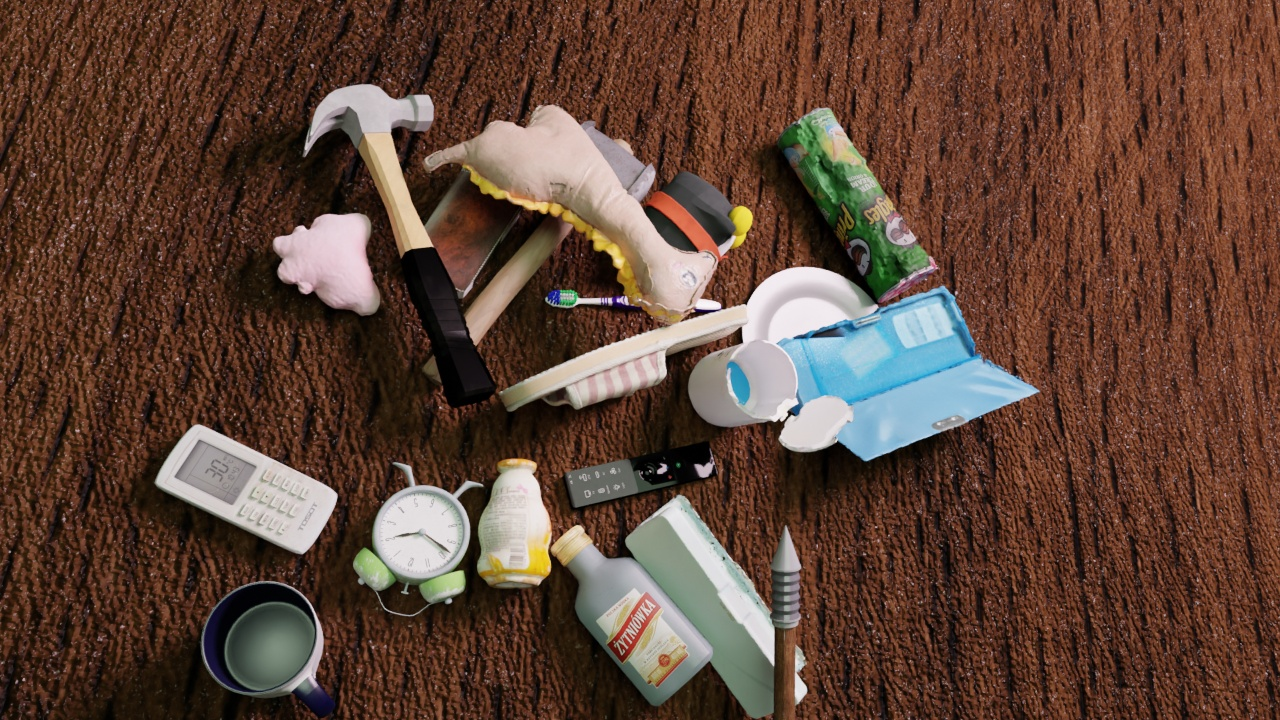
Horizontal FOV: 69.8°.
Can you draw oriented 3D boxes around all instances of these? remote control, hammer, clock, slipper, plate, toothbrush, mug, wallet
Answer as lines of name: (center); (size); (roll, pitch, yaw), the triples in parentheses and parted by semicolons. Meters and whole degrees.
remote control: (0.002, 0.108, 0.873); (0.149, 0.013, 0.034); (-10, 73, -20)
hammer: (0.116, 0.293, 0.742); (0.156, 0.043, 0.322); (-3, 98, -18)
hammer: (-0.106, -0.106, 0.910); (0.098, 0.052, 0.327); (37, 67, 0)
clock: (-0.188, 0.156, 0.781); (0.094, 0.043, 0.119); (17, 65, -9)
slipper: (-0.005, 0.005, 0.862); (0.262, 0.115, 0.052); (-20, 90, -28)
hammer: (-0.210, -0.111, 0.846); (0.130, 0.039, 0.328); (-13, 72, -36)
plate: (0.190, -0.017, 0.978); (0.178, 0.012, 0.178); (6, 68, -15)
toothbrush: (-0.004, -0.059, 0.935); (0.186, 0.016, 0.015); (1, 69, -16)
mug: (-0.273, 0.227, 0.698); (0.112, 0.097, 0.078); (46, 64, 4)
wallet: (-0.175, -0.127, 0.908); (0.072, 0.019, 0.122); (29, 64, -4)
remote control: (-0.328, 0.108, 0.767); (0.138, 0.025, 0.060); (27, 64, -5)

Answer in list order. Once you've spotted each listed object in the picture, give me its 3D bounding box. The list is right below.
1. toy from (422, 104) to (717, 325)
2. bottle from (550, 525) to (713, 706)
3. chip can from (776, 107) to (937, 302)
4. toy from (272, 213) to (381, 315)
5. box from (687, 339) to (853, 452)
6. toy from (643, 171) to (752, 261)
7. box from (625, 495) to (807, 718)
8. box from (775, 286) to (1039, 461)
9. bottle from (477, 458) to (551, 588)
toy: (-0.060, -0.128, 0.859); (0.195, 0.065, 0.264); (-28, 74, -20)
bottle: (-0.015, 0.215, 0.800); (0.072, 0.046, 0.161); (-43, 80, 1)
chip can: (0.237, -0.176, 1.021); (0.075, 0.076, 0.223); (-26, 79, -24)
toy: (-0.286, -0.089, 0.842); (0.093, 0.050, 0.102); (-6, 74, -32)
box: (0.119, 0.034, 0.862); (0.084, 0.160, 0.118); (-35, 93, -20)
toy: (0.041, -0.128, 0.937); (0.119, 0.097, 0.099); (-44, 86, -3)
box: (0.078, 0.214, 0.833); (0.199, 0.086, 0.096); (55, 40, 6)
box: (0.265, 0.019, 0.946); (0.231, 0.066, 0.173); (-16, 54, -21)
bottle: (-0.109, 0.142, 0.799); (0.063, 0.063, 0.108); (5, 69, -15)
